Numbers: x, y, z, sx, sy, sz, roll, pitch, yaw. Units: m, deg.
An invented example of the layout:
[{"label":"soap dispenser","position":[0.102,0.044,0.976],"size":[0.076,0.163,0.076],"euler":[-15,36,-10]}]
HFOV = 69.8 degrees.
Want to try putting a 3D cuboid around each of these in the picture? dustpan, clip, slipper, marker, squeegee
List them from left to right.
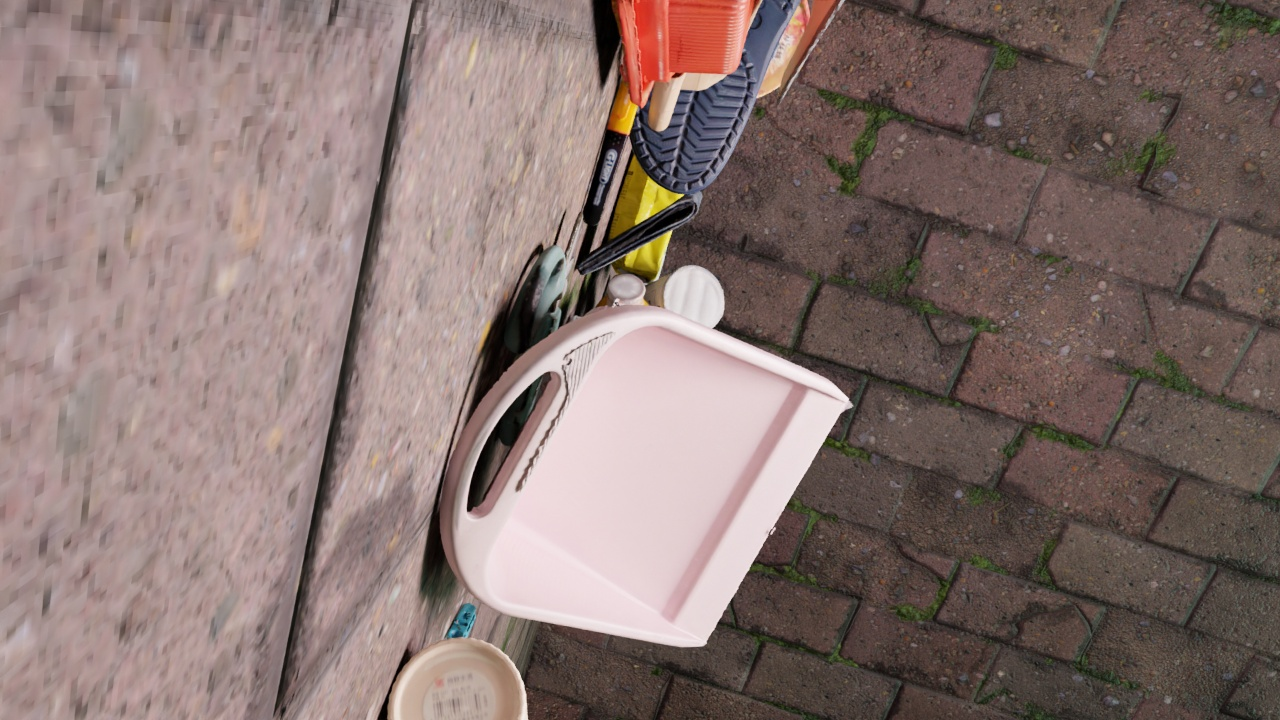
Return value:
[{"label":"clip","position":[-0.141,0.211,0.720],"size":[0.056,0.015,0.050],"euler":[-68,174,-65]},{"label":"marker","position":[-0.021,-0.163,0.703],"size":[0.015,0.018,0.124],"euler":[-73,-179,-80]},{"label":"dustpan","position":[0.009,0.083,0.574],"size":[0.222,0.273,0.139],"euler":[-63,-162,6]},{"label":"slipper","position":[0.060,-0.267,0.801],"size":[0.252,0.105,0.095],"euler":[-63,-172,-1]},{"label":"squeegee","position":[0.099,-0.322,0.601],"size":[0.246,0.039,0.246],"euler":[-115,-168,-89]}]

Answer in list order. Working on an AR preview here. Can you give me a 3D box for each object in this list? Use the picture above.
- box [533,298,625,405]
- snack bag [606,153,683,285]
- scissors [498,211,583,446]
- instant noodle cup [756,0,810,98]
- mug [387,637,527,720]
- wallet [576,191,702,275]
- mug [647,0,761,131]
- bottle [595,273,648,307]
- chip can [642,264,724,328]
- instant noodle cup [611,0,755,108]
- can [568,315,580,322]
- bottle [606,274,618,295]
[{"label":"box","position":[-0.050,0.075,0.785],"size":[0.193,0.157,0.183],"euler":[-37,-172,12]},{"label":"snack bag","position":[0.009,-0.170,1.078],"size":[0.246,0.068,0.158],"euler":[77,30,-89]},{"label":"scissors","position":[-0.068,-0.020,0.596],"size":[0.178,0.019,0.170],"euler":[-43,152,-87]},{"label":"instant noodle cup","position":[0.085,-0.323,0.886],"size":[0.109,0.138,0.138],"euler":[-97,-157,-72]},{"label":"mug","position":[-0.121,0.231,0.555],"size":[0.114,0.081,0.106],"euler":[-39,161,-27]},{"label":"wallet","position":[0.001,-0.115,0.823],"size":[0.121,0.019,0.097],"euler":[-28,-170,12]},{"label":"mug","position":[0.037,-0.245,0.693],"size":[0.103,0.084,0.124],"euler":[117,-6,-81]},{"label":"bottle","position":[-0.022,-0.012,0.964],"size":[0.190,0.068,0.067],"euler":[98,8,-50]},{"label":"chip can","position":[0.010,-0.050,1.031],"size":[0.215,0.071,0.071],"euler":[-16,-126,64]},{"label":"instant noodle cup","position":[0.035,-0.248,0.539],"size":[0.189,0.079,0.164],"euler":[46,58,-85]},{"label":"can","position":[-0.005,0.005,0.882],"size":[0.058,0.147,0.058],"euler":[29,79,-89]},{"label":"bottle","position":[-0.044,-0.014,1.248],"size":[0.060,0.060,0.206],"euler":[101,8,-85]}]
